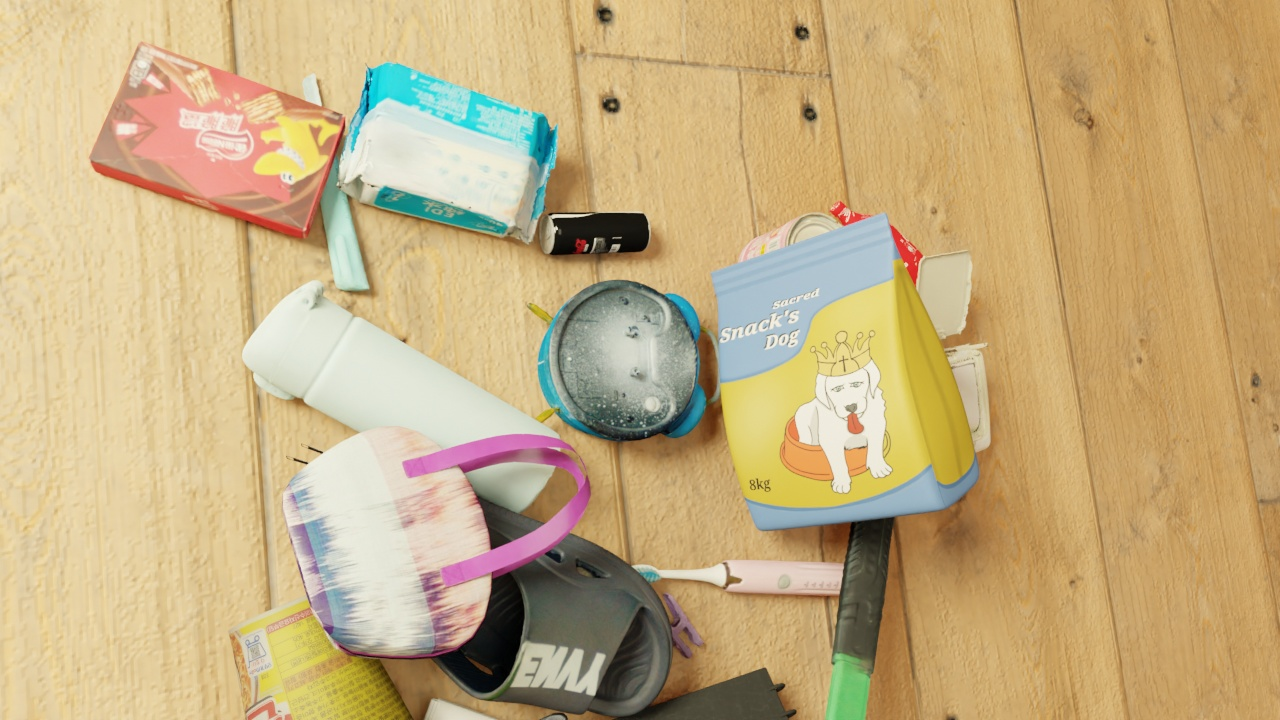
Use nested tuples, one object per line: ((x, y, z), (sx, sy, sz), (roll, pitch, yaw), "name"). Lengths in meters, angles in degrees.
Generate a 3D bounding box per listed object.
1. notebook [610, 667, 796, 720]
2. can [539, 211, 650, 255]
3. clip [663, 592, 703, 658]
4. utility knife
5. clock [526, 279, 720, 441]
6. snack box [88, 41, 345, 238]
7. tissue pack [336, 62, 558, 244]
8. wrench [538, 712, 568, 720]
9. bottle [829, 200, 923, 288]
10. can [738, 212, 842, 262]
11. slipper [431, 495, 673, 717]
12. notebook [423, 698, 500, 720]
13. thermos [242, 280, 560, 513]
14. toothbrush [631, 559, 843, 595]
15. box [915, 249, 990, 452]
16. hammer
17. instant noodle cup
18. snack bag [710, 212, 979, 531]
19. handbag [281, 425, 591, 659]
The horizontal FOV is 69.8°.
((0.063, 0.338, 0.608), (0.169, 0.019, 0.231), (-13, 57, -18), "notebook")
((-0.035, -0.097, 0.700), (0.080, 0.032, 0.031), (-5, 84, -25), "can")
((0.028, 0.199, 0.691), (0.036, 0.013, 0.052), (-44, 103, -23), "clip")
((-0.214, -0.123, 0.631), (0.022, 0.015, 0.158), (-13, 86, -5), "utility knife")
((-0.004, 0.004, 0.683), (0.161, 0.060, 0.116), (3, 79, -26), "clock")
((-0.271, -0.142, 0.598), (0.133, 0.021, 0.089), (17, 75, -15), "snack box")
((-0.132, -0.142, 0.646), (0.144, 0.062, 0.092), (14, 77, -19), "tissue pack")
((-0.085, 0.365, 0.588), (0.073, 0.022, 0.273), (15, 82, 4), "wrench")
((0.222, -0.091, 0.811), (0.141, 0.042, 0.041), (39, 68, -14), "bottle")
((0.124, -0.078, 0.745), (0.067, 0.076, 0.067), (4, 79, -24), "can")
((-0.090, 0.156, 0.586), (0.268, 0.083, 0.111), (32, 98, -13), "slipper")
((-0.102, 0.339, 0.573), (0.142, 0.009, 0.209), (19, 77, 3), "notebook")
((-0.155, 0.027, 0.606), (0.207, 0.065, 0.078), (32, 110, -17), "thermos")
((0.092, 0.170, 0.717), (0.222, 0.027, 0.027), (7, 87, -24), "toothbrush")
((0.248, 0.013, 0.761), (0.144, 0.101, 0.187), (-13, 113, -26), "box")
((0.155, 0.227, 0.671), (0.130, 0.032, 0.317), (16, 53, 5), "hammer")
((-0.195, 0.200, 0.549), (0.100, 0.101, 0.112), (-22, 82, -26), "instant noodle cup")
((0.141, 0.012, 0.682), (0.102, 0.159, 0.205), (-17, 91, -51), "snack bag")
((-0.111, 0.092, 0.536), (0.169, 0.068, 0.144), (-18, 69, -19), "handbag")
